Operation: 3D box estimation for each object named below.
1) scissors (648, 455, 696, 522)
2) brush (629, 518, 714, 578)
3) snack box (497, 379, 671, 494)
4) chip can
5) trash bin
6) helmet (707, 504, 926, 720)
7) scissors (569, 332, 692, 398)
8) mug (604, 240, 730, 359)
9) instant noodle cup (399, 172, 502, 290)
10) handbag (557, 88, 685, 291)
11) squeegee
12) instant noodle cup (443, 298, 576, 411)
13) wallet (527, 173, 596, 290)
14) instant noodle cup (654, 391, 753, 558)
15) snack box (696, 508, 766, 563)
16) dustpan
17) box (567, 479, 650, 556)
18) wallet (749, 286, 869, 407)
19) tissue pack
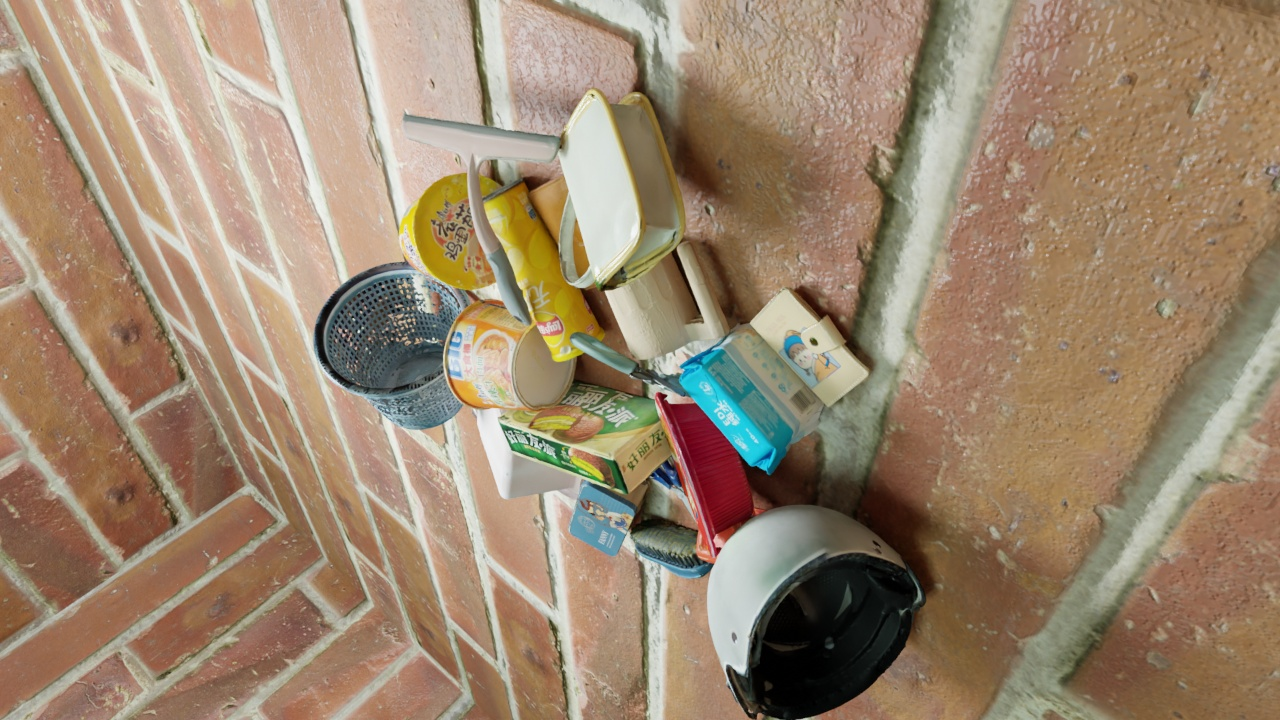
[{"bbox_3d":[0.044,0.168,1.220,0.157,0.012,0.166,20,138,37],"label":"scissors"},{"bbox_3d":[0.049,0.266,1.272,0.144,0.055,0.073,6,130,49],"label":"brush"},{"bbox_3d":[-0.068,0.091,1.184,0.240,0.114,0.063,12,130,46],"label":"snack box"},{"bbox_3d":[-0.120,-0.106,1.093,0.072,0.071,0.213,-4,119,53],"label":"chip can"},{"bbox_3d":[-0.346,-0.003,1.375,0.226,0.226,0.195,37,159,21],"label":"trash bin"},{"bbox_3d":[0.167,0.251,0.976,0.157,0.230,0.274,55,178,42],"label":"helmet"},{"bbox_3d":[-0.006,0.006,0.997,0.180,0.170,0.019,27,98,19],"label":"scissors"},{"bbox_3d":[0.024,-0.067,0.945,0.125,0.084,0.103,-5,117,44],"label":"mug"},{"bbox_3d":[-0.230,-0.155,1.131,0.110,0.137,0.138,6,127,59],"label":"instant noodle cup"},{"bbox_3d":[-0.034,-0.151,0.889,0.179,0.063,0.163,-39,63,52],"label":"handbag"},{"bbox_3d":[-0.162,-0.137,1.016,0.248,0.040,0.250,17,133,36],"label":"squeegee"},{"bbox_3d":[-0.162,-0.002,1.190,0.112,0.151,0.151,9,130,37],"label":"instant noodle cup"},{"bbox_3d":[-0.061,-0.146,1.019,0.130,0.035,0.119,60,154,-13],"label":"wallet"},{"bbox_3d":[0.075,0.117,1.023,0.194,0.066,0.194,156,94,-88],"label":"instant noodle cup"},{"bbox_3d":[0.119,0.214,1.092,0.080,0.082,0.091,18,168,-36],"label":"snack box"},{"bbox_3d":[-0.166,0.100,1.420,0.223,0.138,0.273,107,146,-55],"label":"dustpan"},{"bbox_3d":[-0.049,0.215,1.321,0.090,0.059,0.185,26,142,8],"label":"box"},{"bbox_3d":[0.163,-0.014,0.875,0.115,0.024,0.087,49,153,6],"label":"wallet"},{"bbox_3d":[0.111,0.036,0.925,0.140,0.089,0.063,49,149,4],"label":"tissue pack"}]
